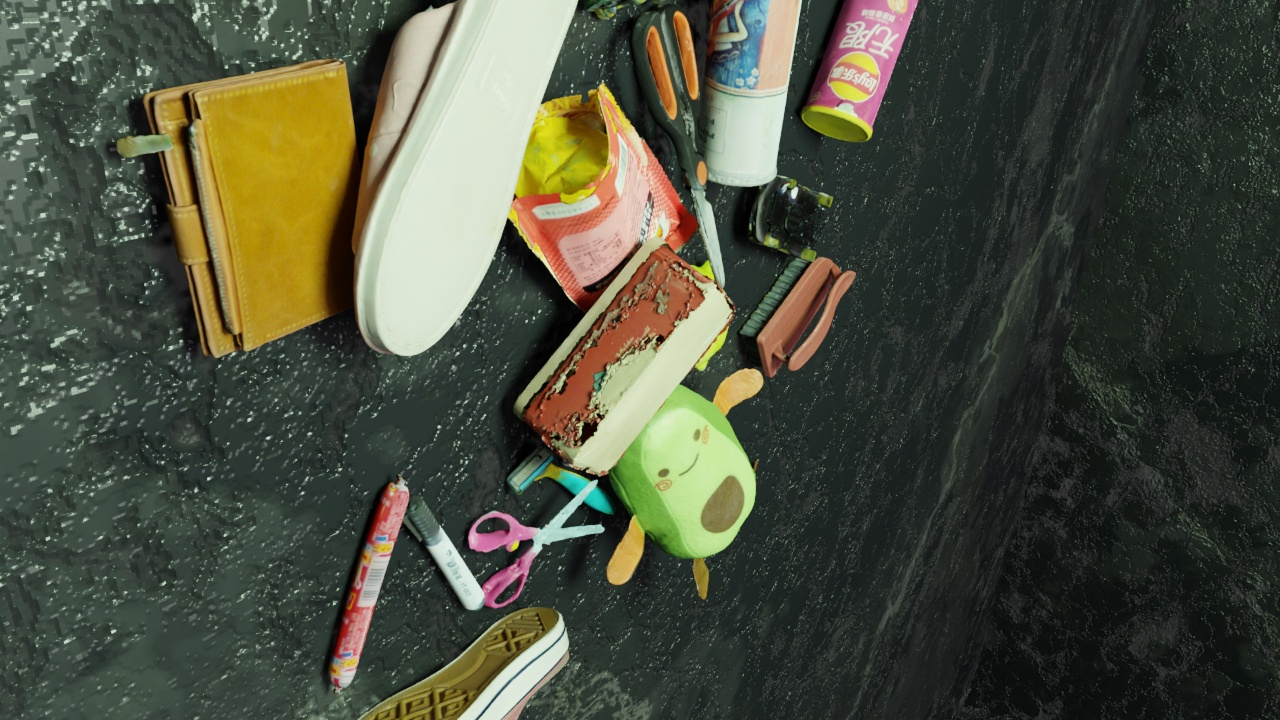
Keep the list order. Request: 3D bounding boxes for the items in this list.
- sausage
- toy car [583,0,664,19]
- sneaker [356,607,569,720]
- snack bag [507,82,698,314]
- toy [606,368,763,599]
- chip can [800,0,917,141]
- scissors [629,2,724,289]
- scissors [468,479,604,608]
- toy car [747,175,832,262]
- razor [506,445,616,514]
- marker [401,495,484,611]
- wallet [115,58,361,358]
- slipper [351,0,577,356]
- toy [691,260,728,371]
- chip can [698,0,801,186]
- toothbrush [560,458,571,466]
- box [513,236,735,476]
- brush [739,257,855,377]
[{"bbox_3d":[-0.180,0.148,0.603,0.020,0.020,0.156,12,97,-57],"label":"sausage"},{"bbox_3d":[0.001,-0.258,0.621,0.091,0.043,0.036,-27,106,-37],"label":"toy car"},{"bbox_3d":[-0.131,0.276,0.674,0.240,0.118,0.088,-29,109,-53],"label":"sneaker"},{"bbox_3d":[-0.022,-0.098,0.664,0.128,0.073,0.208,-57,154,-7],"label":"snack bag"},{"bbox_3d":[0.042,0.102,0.805,0.226,0.090,0.247,-56,136,-18],"label":"toy"},{"bbox_3d":[0.224,-0.325,0.891,0.071,0.071,0.210,20,90,-58],"label":"chip can"},{"bbox_3d":[0.030,-0.149,0.698,0.136,0.022,0.235,-25,112,-60],"label":"scissors"},{"bbox_3d":[-0.083,0.148,0.727,0.133,0.017,0.125,2,111,-42],"label":"scissors"},{"bbox_3d":[0.144,-0.141,0.899,0.158,0.042,0.070,6,102,-58],"label":"toy car"},{"bbox_3d":[-0.057,0.103,0.750,0.043,0.028,0.132,-47,143,4],"label":"razor"},{"bbox_3d":[-0.141,0.142,0.660,0.022,0.018,0.131,-28,134,-13],"label":"marker"},{"bbox_3d":[-0.185,-0.074,0.456,0.118,0.035,0.131,-32,132,-46],"label":"wallet"},{"bbox_3d":[-0.104,-0.135,0.516,0.274,0.054,0.114,-70,160,-2],"label":"slipper"},{"bbox_3d":[0.056,-0.042,0.836,0.100,0.031,0.096,23,86,-57],"label":"toy"},{"bbox_3d":[0.086,-0.247,0.704,0.071,0.071,0.215,-35,141,-42],"label":"chip can"},{"bbox_3d":[-0.010,0.077,0.821,0.180,0.018,0.016,-5,111,-53],"label":"toothbrush"},{"bbox_3d":[-0.004,0.004,0.677,0.168,0.079,0.091,-51,158,2],"label":"box"},{"bbox_3d":[0.168,-0.051,0.960,0.145,0.069,0.063,-52,145,-25],"label":"brush"}]
